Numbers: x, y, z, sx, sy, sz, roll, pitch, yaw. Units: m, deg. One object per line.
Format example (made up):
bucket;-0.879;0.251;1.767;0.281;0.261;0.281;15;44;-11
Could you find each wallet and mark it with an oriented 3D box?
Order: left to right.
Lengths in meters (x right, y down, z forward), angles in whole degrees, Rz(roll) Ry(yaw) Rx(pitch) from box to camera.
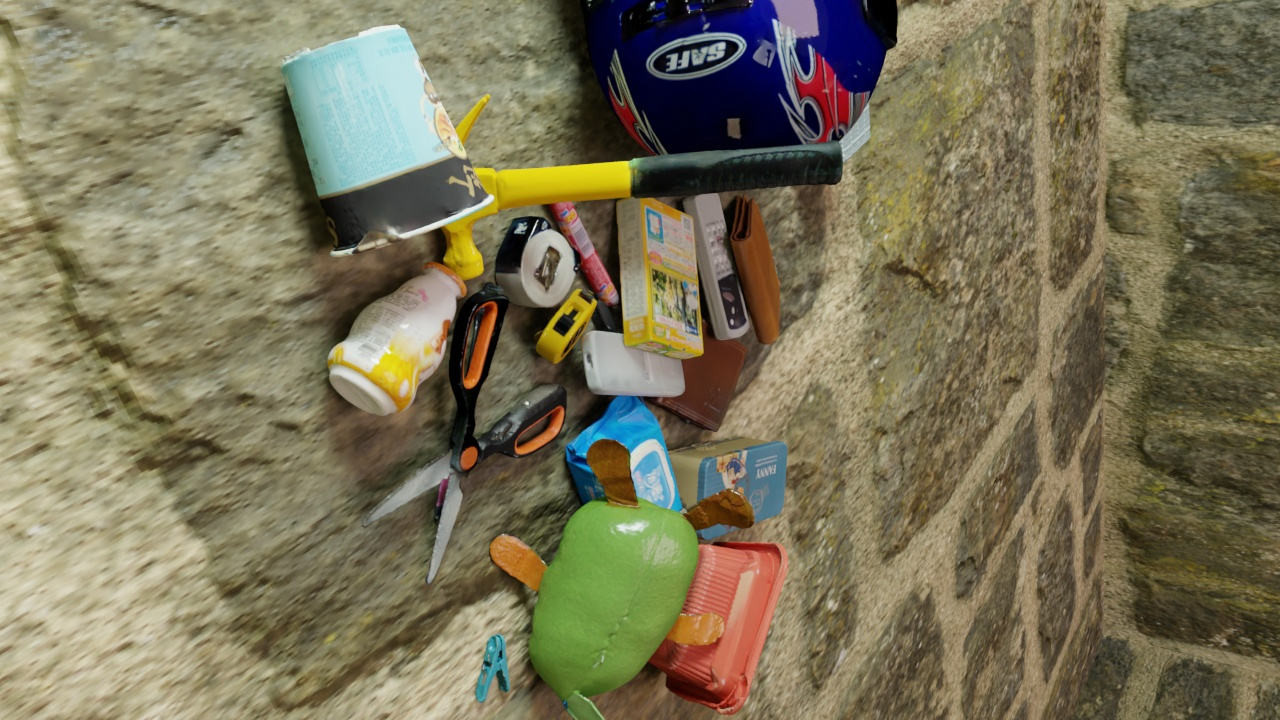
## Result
wallet;0.058;0.013;0.944;0.124;0.032;0.101;29;76;-50
wallet;0.125;-0.100;0.986;0.107;0.031;0.132;-77;153;-51

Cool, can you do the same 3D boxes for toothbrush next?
toothbrush;-0.134;0.031;0.710;0.014;0.018;0.189;18;82;-58
toothbrush;-0.011;0.017;0.871;0.014;0.016;0.190;-61;141;-40

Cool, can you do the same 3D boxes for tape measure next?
tape measure;-0.084;-0.075;0.743;0.065;0.034;0.066;39;65;-46
tape measure;-0.065;-0.027;0.762;0.057;0.029;0.060;-54;178;-30

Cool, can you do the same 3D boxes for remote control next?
remote control;-0.005;0.005;0.833;0.135;0.020;0.056;5;72;-54
remote control;0.079;-0.096;0.930;0.058;0.021;0.150;-26;103;-57

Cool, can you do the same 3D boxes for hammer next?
hammer;-0.005;-0.132;0.664;0.032;0.301;0.129;-97;-177;-67

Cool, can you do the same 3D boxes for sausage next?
sausage;-0.052;-0.101;0.791;0.020;0.020;0.156;-54;134;-32

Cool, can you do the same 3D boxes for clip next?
clip;-0.121;0.255;0.764;0.034;0.013;0.054;-5;99;-53

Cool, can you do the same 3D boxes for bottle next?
bottle;-0.162;-0.017;0.626;0.108;0.063;0.063;-60;137;-26

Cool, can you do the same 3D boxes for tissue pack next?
tissue pack;-0.012;0.111;0.850;0.094;0.052;0.157;-43;128;-40

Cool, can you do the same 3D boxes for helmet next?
helmet;0.066;-0.276;0.719;0.315;0.248;0.240;39;47;-58

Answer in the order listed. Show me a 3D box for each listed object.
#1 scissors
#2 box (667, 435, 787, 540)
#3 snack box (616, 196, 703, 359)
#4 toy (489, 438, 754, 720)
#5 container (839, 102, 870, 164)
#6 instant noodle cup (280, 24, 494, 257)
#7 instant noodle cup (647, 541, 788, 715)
scissors;-0.127;0.055;0.704;0.220;0.022;0.235;-10;113;-58
box;0.094;0.132;0.985;0.183;0.062;0.090;-7;102;-50
snack box;0.019;-0.076;0.847;0.086;0.034;0.140;12;68;-52
toy;-0.020;0.191;0.782;0.227;0.090;0.247;25;102;-12
container;0.207;-0.287;1.040;0.089;0.090;0.111;-44;130;-39
instant noodle cup;-0.164;-0.140;0.576;0.111;0.111;0.120;-36;115;-44
instant noodle cup;0.062;0.248;0.897;0.079;0.189;0.164;24;72;-14
